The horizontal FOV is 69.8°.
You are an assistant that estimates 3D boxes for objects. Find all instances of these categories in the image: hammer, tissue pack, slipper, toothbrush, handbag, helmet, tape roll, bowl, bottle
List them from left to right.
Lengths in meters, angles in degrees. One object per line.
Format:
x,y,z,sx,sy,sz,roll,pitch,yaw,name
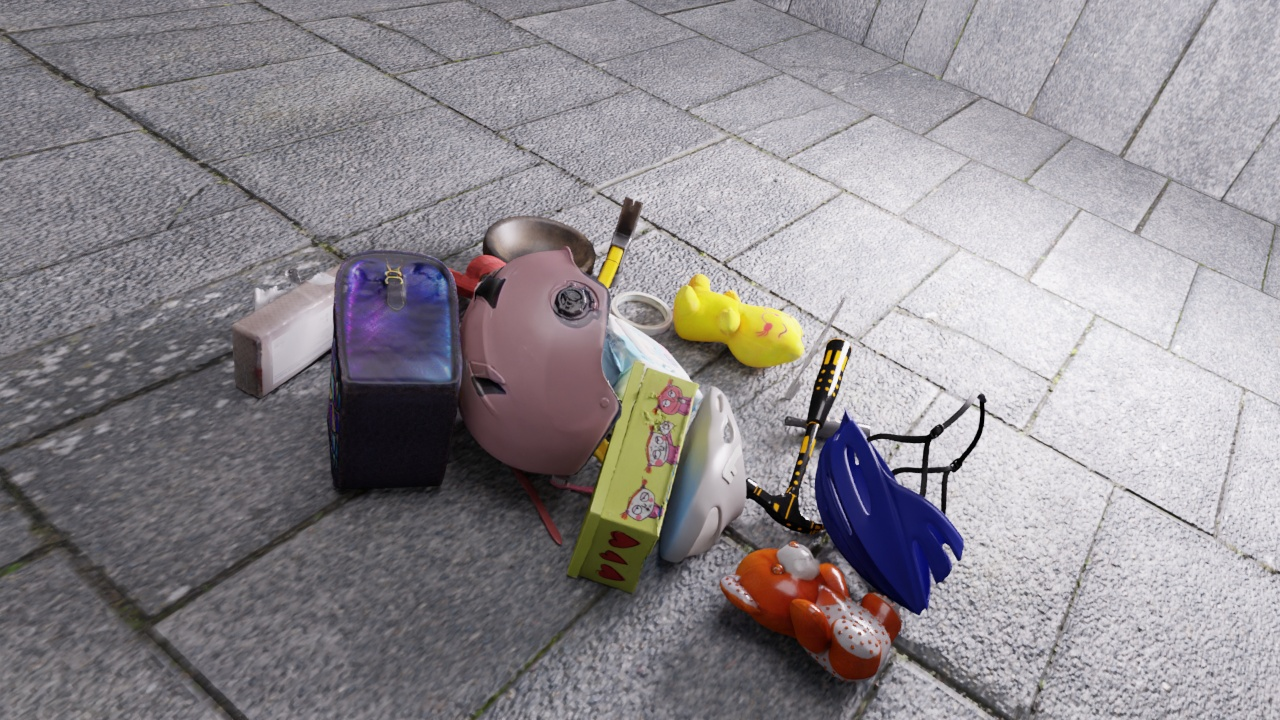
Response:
-0.406,-0.046,1.084,0.071,0.104,0.180,26,39,16,tissue pack
-0.269,0.006,0.988,0.125,0.205,0.221,1,45,-20,handbag
-0.189,-0.101,1.209,0.249,0.059,0.103,19,-9,28,slipper
-0.129,0.135,1.027,0.015,0.016,0.184,-5,43,-36,toothbrush
-0.125,0.000,1.002,0.152,0.230,0.255,-1,77,-18,helmet
-0.150,-0.138,1.327,0.162,0.070,0.162,10,37,-8,bowl
-0.058,-0.087,1.244,0.034,0.170,0.323,20,45,-1,hammer
-0.038,0.153,1.037,0.135,0.016,0.021,17,45,2,toothbrush
-0.007,0.007,1.134,0.181,0.070,0.112,34,15,-51,tissue pack
0.001,-0.069,1.344,0.093,0.013,0.092,10,37,-8,tape roll
0.088,0.132,1.051,0.080,0.113,0.265,26,31,-6,slipper
0.224,0.085,1.168,0.123,0.036,0.319,30,48,-1,hammer
0.234,-0.014,1.219,0.010,0.182,0.010,-2,45,-28,toothbrush
0.246,0.089,1.216,0.113,0.030,0.030,10,37,-8,bottle
0.308,0.140,1.016,0.147,0.228,0.241,41,20,-54,helmet

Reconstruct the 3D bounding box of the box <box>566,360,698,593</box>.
-0.007,0.122,0.980,0.082,0.125,0.220,20,46,1,box

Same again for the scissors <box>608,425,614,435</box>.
-0.084,0.053,1.150,0.228,0.016,0.133,18,37,1,scissors

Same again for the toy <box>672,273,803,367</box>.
0.137,-0.046,1.306,0.194,0.087,0.134,22,19,2,toy

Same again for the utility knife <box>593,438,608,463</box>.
-0.066,0.086,1.100,0.030,0.019,0.218,-19,52,-39,utility knife

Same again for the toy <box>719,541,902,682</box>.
0.175,0.246,0.931,0.172,0.093,0.163,28,16,21,toy
